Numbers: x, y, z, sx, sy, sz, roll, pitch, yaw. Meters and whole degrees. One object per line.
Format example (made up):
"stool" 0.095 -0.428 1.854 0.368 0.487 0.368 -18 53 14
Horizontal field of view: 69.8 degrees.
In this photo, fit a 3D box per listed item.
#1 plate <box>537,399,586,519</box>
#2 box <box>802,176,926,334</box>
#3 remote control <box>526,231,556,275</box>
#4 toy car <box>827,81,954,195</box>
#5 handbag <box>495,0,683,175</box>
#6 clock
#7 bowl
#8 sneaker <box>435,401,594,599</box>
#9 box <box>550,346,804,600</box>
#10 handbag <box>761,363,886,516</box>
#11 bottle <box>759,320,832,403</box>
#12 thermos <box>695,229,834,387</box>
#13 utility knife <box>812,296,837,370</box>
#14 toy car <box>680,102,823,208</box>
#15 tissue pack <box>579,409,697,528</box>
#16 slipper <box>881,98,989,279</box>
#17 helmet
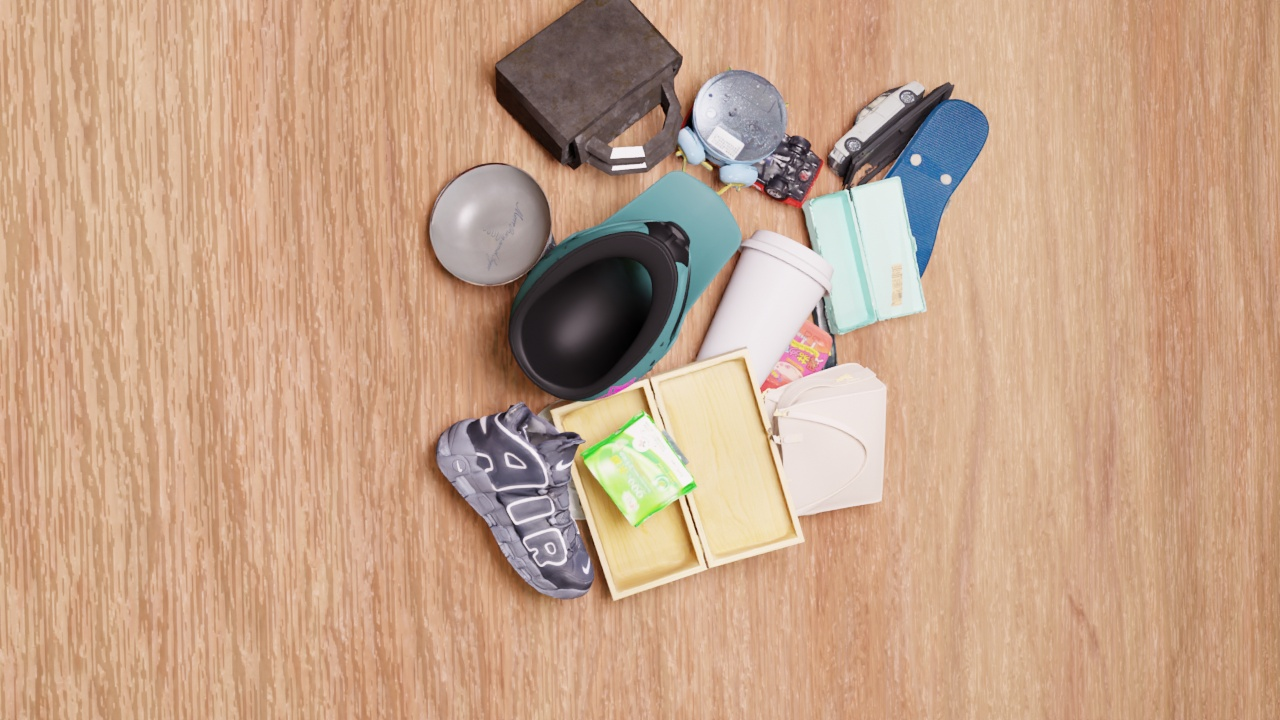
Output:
"plate" -0.072 0.121 1.144 0.156 0.014 0.157 0 91 -18
"box" 0.299 -0.139 1.225 0.138 0.052 0.187 -15 100 -8
"remote control" -0.127 -0.140 1.124 0.045 0.021 0.140 -16 90 -19
"toy car" 0.328 -0.314 1.248 0.191 0.094 0.071 -41 72 -12
"handbag" -0.039 -0.315 1.108 0.197 0.102 0.199 -40 85 -14
"clock" 0.110 -0.280 1.133 0.118 0.060 0.162 34 82 -1
"bowl" -0.168 -0.153 1.078 0.151 0.057 0.150 -2 79 11
"sneaker" -0.105 0.148 1.057 0.151 0.097 0.252 -35 96 25
"box" 0.045 0.137 1.110 0.253 0.068 0.247 -17 98 7
"handbag" 0.208 0.114 1.175 0.197 0.101 0.195 -13 118 -14
"bottle" 0.195 0.013 1.211 0.071 0.048 0.134 33 83 4
"thermos" 0.142 -0.042 1.163 0.131 0.131 0.222 29 89 -16
"utility knife" 0.249 -0.056 1.247 0.028 0.020 0.172 -10 95 -14
"toy car" 0.143 -0.273 1.193 0.189 0.056 0.081 28 80 -6
"tissue pack" 0.000 0.126 1.072 0.099 0.034 0.114 -36 94 4
"slipper" 0.370 -0.216 1.257 0.118 0.060 0.295 26 100 -6
"helmet" -0.021 -0.079 1.030 0.176 0.199 0.275 46 113 -3
